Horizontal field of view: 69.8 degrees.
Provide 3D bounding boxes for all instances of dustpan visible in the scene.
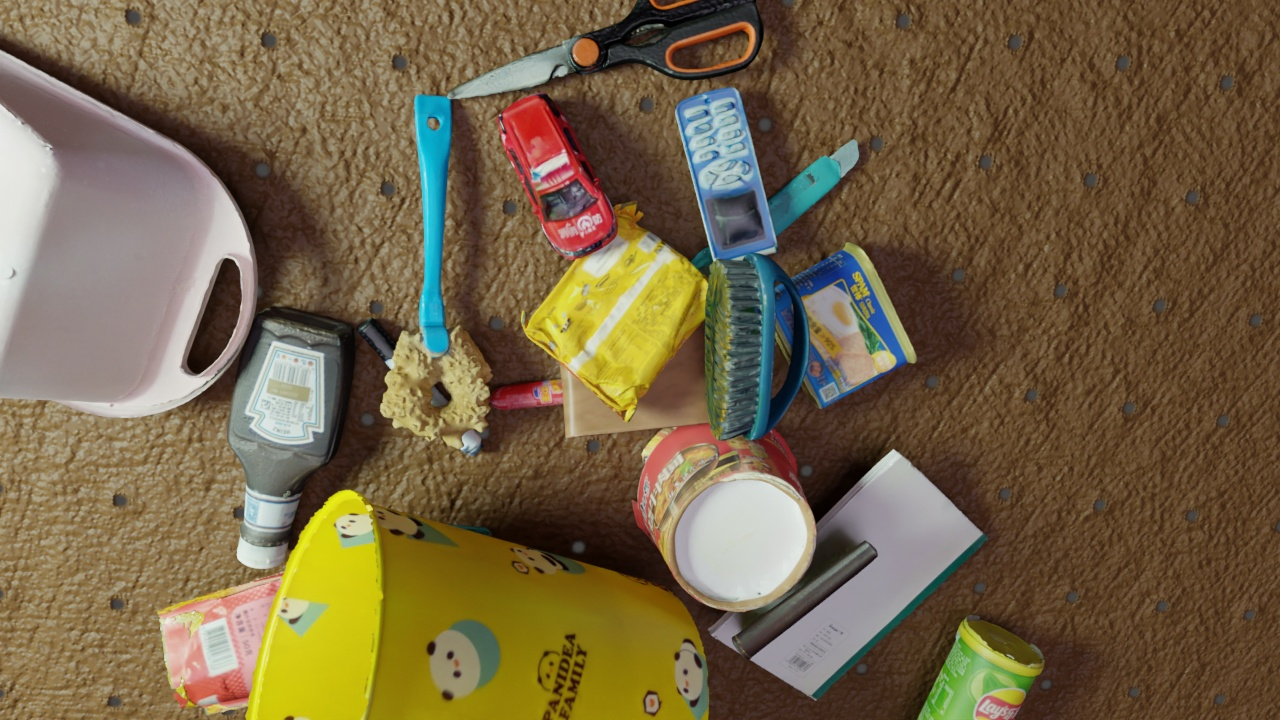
[{"bbox_3d":[-0.409,-0.079,0.631,0.273,0.138,0.223,33,104,22],"label":"dustpan"}]

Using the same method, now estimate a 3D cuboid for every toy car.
[{"bbox_3d":[-0.059,-0.129,0.638,0.053,0.045,0.120,-28,85,3],"label":"toy car"}]

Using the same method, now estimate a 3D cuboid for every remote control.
[{"bbox_3d":[0.062,-0.132,0.670,0.049,0.024,0.125,-15,99,2],"label":"remote control"}]

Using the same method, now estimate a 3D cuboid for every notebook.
[{"bbox_3d":[0.176,0.184,0.758,0.209,0.012,0.150,-46,121,7],"label":"notebook"}]

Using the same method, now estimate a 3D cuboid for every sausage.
[{"bbox_3d":[-0.044,0.023,0.708,0.156,0.020,0.020,-5,105,-5],"label":"sausage"}]

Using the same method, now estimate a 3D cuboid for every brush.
[{"bbox_3d":[0.083,-0.008,0.648,0.073,0.055,0.144,-6,119,-11],"label":"brush"},{"bbox_3d":[-0.146,-0.060,0.658,0.083,0.046,0.255,-2,98,-20],"label":"brush"}]

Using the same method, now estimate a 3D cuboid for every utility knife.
[{"bbox_3d":[0.097,-0.107,0.691,0.171,0.013,0.029,-40,102,5],"label":"utility knife"}]

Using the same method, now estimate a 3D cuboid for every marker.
[{"bbox_3d":[-0.165,0.022,0.694,0.018,0.022,0.131,-39,104,-2],"label":"marker"}]

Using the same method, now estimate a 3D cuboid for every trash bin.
[{"bbox_3d":[-0.107,0.225,0.631,0.255,0.229,0.230,18,103,-31],"label":"trash bin"}]

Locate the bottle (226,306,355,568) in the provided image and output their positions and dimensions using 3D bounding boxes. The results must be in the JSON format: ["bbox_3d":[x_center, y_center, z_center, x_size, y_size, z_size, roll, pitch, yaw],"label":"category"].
[{"bbox_3d":[-0.266,0.061,0.683,0.080,0.044,0.195,14,104,-6],"label":"bottle"}]

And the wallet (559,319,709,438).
[{"bbox_3d":[-0.004,0.004,0.694,0.115,0.020,0.101,-4,87,-8],"label":"wallet"}]

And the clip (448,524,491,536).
[{"bbox_3d":[-0.146,0.139,0.728,0.057,0.046,0.014,6,103,-9],"label":"clip"}]

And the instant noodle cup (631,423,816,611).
[{"bbox_3d":[0.069,0.116,0.698,0.138,0.108,0.138,-2,105,-6],"label":"instant noodle cup"}]

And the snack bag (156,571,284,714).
[{"bbox_3d":[-0.253,0.209,0.715,0.207,0.073,0.129,-14,114,-7],"label":"snack bag"}]

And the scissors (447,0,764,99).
[{"bbox_3d":[-0.030,-0.233,0.645,0.235,0.021,0.125,2,95,-2],"label":"scissors"}]

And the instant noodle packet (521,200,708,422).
[{"bbox_3d":[-0.010,-0.038,0.665,0.111,0.044,0.128,40,80,-4],"label":"instant noodle packet"}]

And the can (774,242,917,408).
[{"bbox_3d":[0.147,-0.025,0.697,0.083,0.057,0.102,-29,105,4],"label":"can"}]

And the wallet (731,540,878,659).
[{"bbox_3d":[0.125,0.179,0.689,0.122,0.096,0.020,-37,73,1],"label":"wallet"}]

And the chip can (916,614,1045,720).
[{"bbox_3d":[0.269,0.335,0.796,0.072,0.072,0.221,19,102,-11],"label":"chip can"}]
